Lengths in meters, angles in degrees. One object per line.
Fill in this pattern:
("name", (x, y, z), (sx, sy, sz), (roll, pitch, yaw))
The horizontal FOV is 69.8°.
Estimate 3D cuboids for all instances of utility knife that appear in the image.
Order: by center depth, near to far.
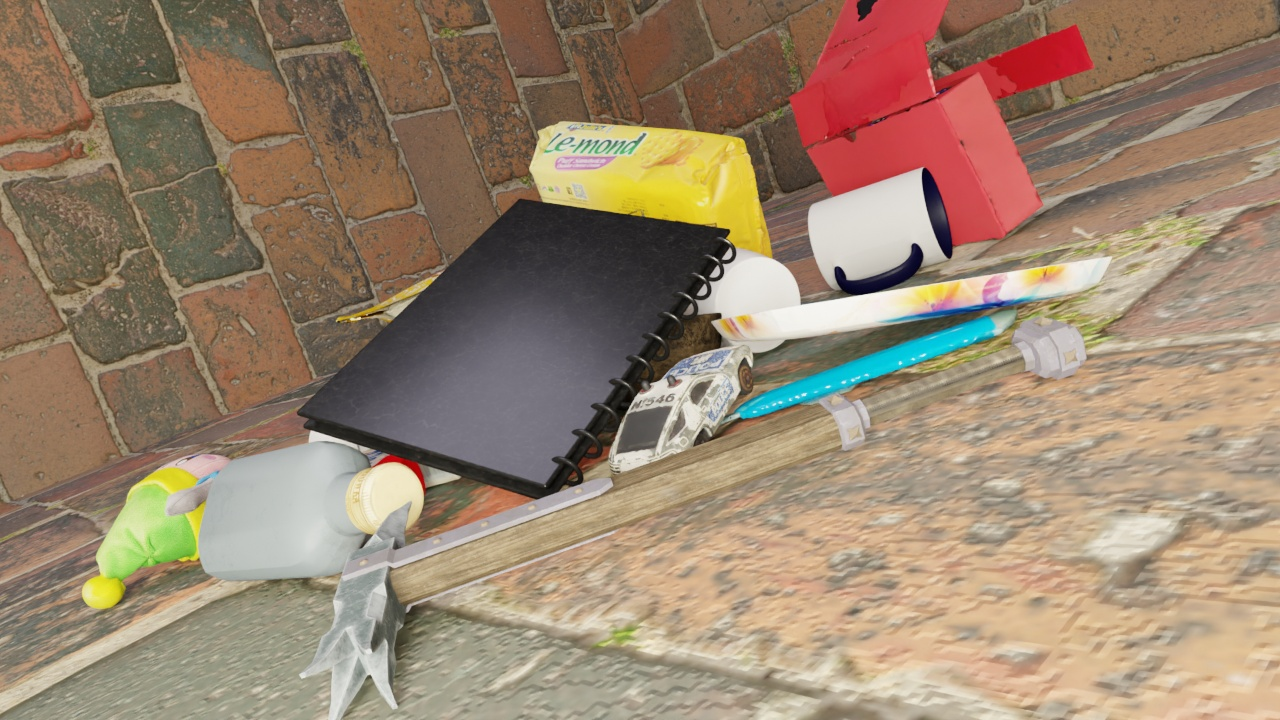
("utility knife", (0.094, 0.013, 0.480), (0.209, 0.015, 0.031), (-19, 6, 13))

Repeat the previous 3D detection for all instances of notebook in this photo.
("notebook", (-0.060, -0.022, 0.539), (0.169, 0.019, 0.230), (12, 44, 25))

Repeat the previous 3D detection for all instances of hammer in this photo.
("hammer", (0.031, 0.041, 0.377), (0.317, 0.028, 0.147), (-19, 17, -4))

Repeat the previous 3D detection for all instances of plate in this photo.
("plate", (0.137, -0.029, 0.503), (0.187, 0.016, 0.187), (-9, 1, -2))

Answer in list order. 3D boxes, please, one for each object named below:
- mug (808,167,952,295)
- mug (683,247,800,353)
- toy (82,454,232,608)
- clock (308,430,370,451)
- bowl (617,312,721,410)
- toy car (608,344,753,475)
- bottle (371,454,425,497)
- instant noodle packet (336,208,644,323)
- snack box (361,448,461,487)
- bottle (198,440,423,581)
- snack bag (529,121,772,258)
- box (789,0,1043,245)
("mug", (0.198, -0.097, 0.759), (0.097, 0.078, 0.111), (-15, 38, 30))
("mug", (0.082, -0.042, 0.685), (0.114, 0.081, 0.088), (10, 4, -22))
("toy", (-0.322, 0.116, 0.651), (0.124, 0.097, 0.131), (-8, -5, 30))
("clock", (-0.215, 0.040, 0.820), (0.160, 0.073, 0.125), (-22, 9, -11))
("bowl", (-0.004, 0.004, 0.607), (0.121, 0.056, 0.121), (-7, 2, 0))
("toy car", (0.021, 0.021, 0.471), (0.049, 0.040, 0.112), (-13, 24, 35))
("bottle", (-0.197, 0.092, 0.580), (0.119, 0.036, 0.036), (-20, 9, 8))
("instant noodle packet", (-0.112, -0.050, 0.698), (0.221, 0.084, 0.163), (-13, 9, -13))
("snack box", (-0.183, 0.079, 0.664), (0.150, 0.026, 0.081), (-17, 10, 17))
("bottle", (-0.181, 0.082, 0.501), (0.162, 0.072, 0.046), (-13, -27, 39))
("snack bag", (0.008, -0.121, 0.803), (0.248, 0.160, 0.068), (16, 46, 39))
("box", (0.228, -0.251, 0.827), (0.124, 0.315, 0.211), (-11, 5, -18))
